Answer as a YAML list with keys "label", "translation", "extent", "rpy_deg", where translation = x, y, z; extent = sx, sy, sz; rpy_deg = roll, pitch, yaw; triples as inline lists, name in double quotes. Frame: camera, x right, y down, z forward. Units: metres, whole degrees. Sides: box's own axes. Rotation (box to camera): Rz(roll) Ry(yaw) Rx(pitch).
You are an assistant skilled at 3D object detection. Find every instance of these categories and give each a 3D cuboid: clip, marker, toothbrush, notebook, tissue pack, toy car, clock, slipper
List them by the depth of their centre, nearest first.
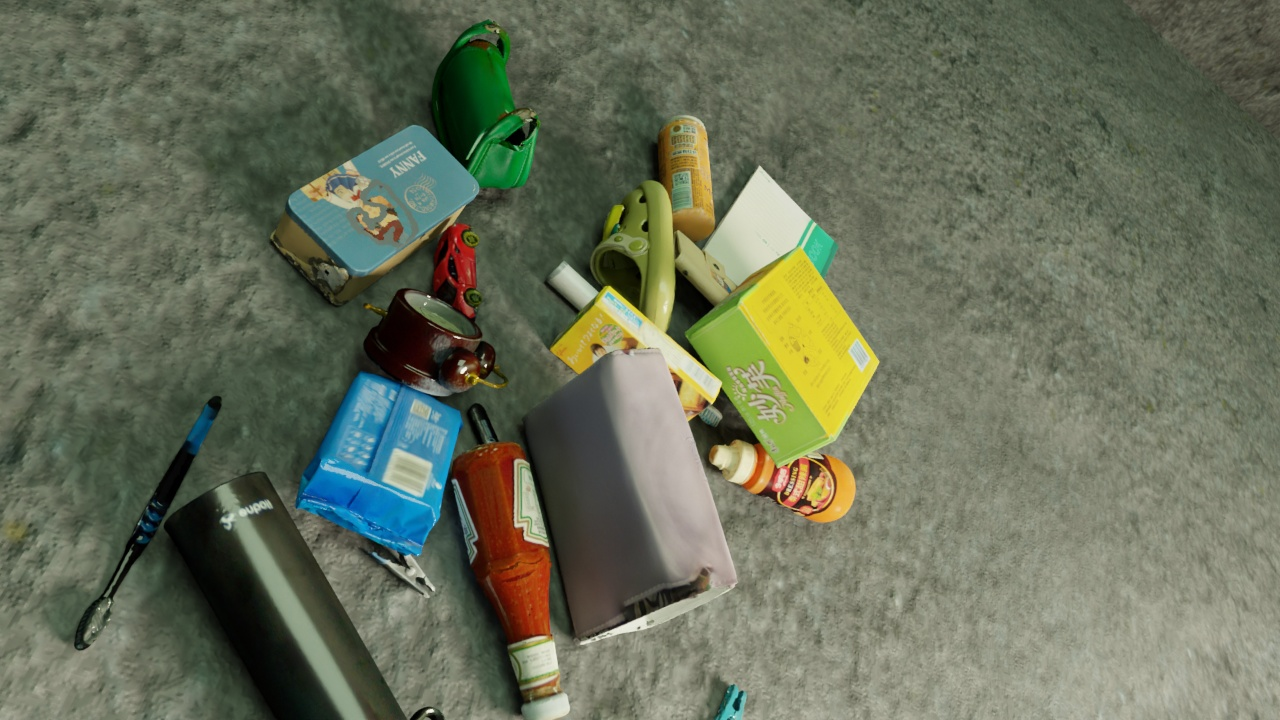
- label: "toothbrush"
  translation: [-0.315, 0.097, 0.598]
  extent: [0.014, 0.016, 0.189]
  rpy_deg: [34, 46, -26]
- label: "clip"
  translation: [-0.170, 0.150, 0.666]
  extent: [0.044, 0.027, 0.058]
  rpy_deg: [-44, 102, -27]
- label: "tissue pack"
  translation: [-0.186, 0.071, 0.668]
  extent: [0.095, 0.052, 0.156]
  rpy_deg: [29, 28, -17]
- label: "clock"
  translation: [-0.159, -0.009, 0.725]
  extent: [0.122, 0.055, 0.082]
  rpy_deg: [32, 12, 2]
- label: "marker"
  translation: [-0.114, 0.090, 0.752]
  extent: [0.018, 0.015, 0.124]
  rpy_deg: [-12, 70, -40]
- label: "clip"
  translation: [0.074, 0.297, 0.764]
  extent: [0.039, 0.014, 0.055]
  rpy_deg: [37, 46, -13]
- label: "toy car"
  translation: [-0.160, -0.068, 0.793]
  extent: [0.031, 0.049, 0.106]
  rpy_deg: [8, 59, -32]
- label: "toothbrush"
  translation: [-0.002, -0.013, 0.894]
  extent: [0.221, 0.027, 0.026]
  rpy_deg: [42, 64, -8]
- label: "slipper"
  translation: [-0.008, -0.104, 0.902]
  extent: [0.081, 0.092, 0.190]
  rpy_deg: [2, 47, -8]
- label: "notebook"
  translation: [0.160, -0.131, 1.100]
  extent: [0.150, 0.012, 0.208]
  rpy_deg: [42, 46, -10]

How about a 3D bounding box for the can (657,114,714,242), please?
- label: "can"
  translation: [0.050, -0.204, 1.030]
  extent: [0.058, 0.058, 0.145]
  rpy_deg: [17, 54, -28]

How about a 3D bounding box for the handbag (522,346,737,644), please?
- label: "handbag"
  translation: [-0.007, 0.106, 0.732]
  extent: [0.098, 0.145, 0.197]
  rpy_deg: [-3, 66, -35]

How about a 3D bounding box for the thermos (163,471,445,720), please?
- label: "thermos"
  translation: [-0.205, 0.188, 0.592]
  extent: [0.242, 0.069, 0.089]
  rpy_deg: [57, 32, 5]

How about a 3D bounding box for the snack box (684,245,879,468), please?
- label: "snack box"
  translation: [0.148, -0.012, 0.913]
  extent: [0.157, 0.070, 0.209]
  rpy_deg: [55, 33, -3]

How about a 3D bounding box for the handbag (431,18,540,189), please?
- label: "handbag"
  translation: [-0.142, -0.233, 0.863]
  extent: [0.067, 0.120, 0.131]
  rpy_deg: [-4, 67, -32]

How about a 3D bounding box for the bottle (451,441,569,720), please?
- label: "bottle"
  translation: [-0.094, 0.165, 0.692]
  extent: [0.059, 0.060, 0.206]
  rpy_deg: [-3, 70, -38]

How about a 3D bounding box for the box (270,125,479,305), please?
- label: "box"
  translation: [-0.218, -0.129, 0.782]
  extent: [0.090, 0.060, 0.183]
  rpy_deg: [44, 48, -7]

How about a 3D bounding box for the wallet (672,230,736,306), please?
- label: "wallet"
  translation: [0.076, -0.087, 0.976]
  extent: [0.115, 0.024, 0.087]
  rpy_deg: [42, 21, -20]

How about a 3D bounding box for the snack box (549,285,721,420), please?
- label: "snack box"
  translation: [-0.005, 0.005, 0.837]
  extent: [0.140, 0.087, 0.033]
  rpy_deg: [42, 46, -8]

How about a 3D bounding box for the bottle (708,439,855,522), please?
- label: "bottle"
  translation: [0.135, 0.112, 0.897]
  extent: [0.149, 0.067, 0.066]
  rpy_deg: [19, 53, -18]
